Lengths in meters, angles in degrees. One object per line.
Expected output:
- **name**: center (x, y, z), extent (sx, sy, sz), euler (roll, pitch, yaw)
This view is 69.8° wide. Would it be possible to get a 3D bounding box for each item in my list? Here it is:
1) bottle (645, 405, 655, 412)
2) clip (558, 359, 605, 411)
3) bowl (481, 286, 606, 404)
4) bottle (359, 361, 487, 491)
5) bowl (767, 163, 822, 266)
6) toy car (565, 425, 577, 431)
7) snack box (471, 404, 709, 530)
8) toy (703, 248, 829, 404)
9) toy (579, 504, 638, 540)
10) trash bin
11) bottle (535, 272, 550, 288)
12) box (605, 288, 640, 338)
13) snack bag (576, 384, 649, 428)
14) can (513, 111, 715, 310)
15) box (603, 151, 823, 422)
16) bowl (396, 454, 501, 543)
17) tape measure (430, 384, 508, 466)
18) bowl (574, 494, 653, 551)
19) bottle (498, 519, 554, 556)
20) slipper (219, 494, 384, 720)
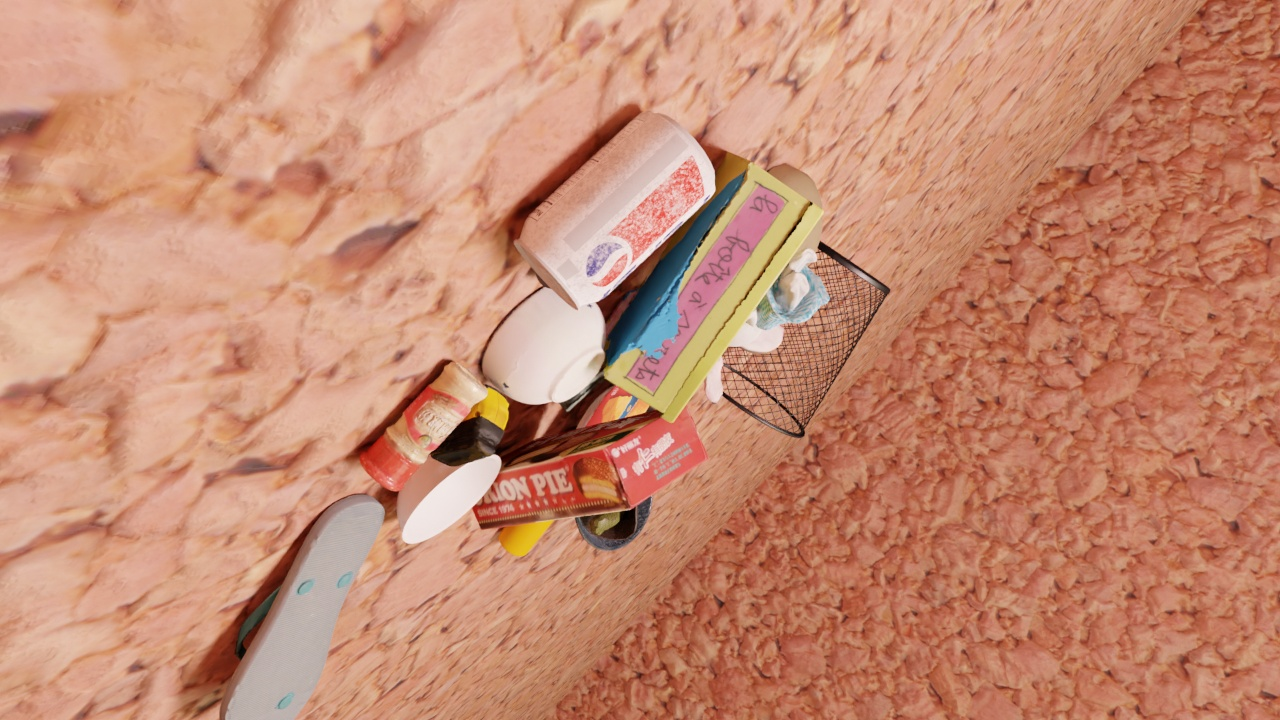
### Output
- **bottle**: center (0.033, 0.015, 1.091), extent (0.105, 0.056, 0.056), euler (-53, 162, 21)
- **clip**: center (-0.054, 0.019, 0.953), extent (0.076, 0.023, 0.059), euler (-36, 162, -23)
- **bowl**: center (-0.073, -0.006, 0.779), extent (0.113, 0.063, 0.113), euler (-40, 162, -16)
- **bottle**: center (-0.169, 0.050, 0.716), extent (0.109, 0.044, 0.044), euler (-47, 163, -1)
- **bowl**: center (0.150, -0.128, 0.976), extent (0.152, 0.050, 0.153), euler (-40, 146, -34)
- **toy car**: center (-0.088, 0.112, 1.064), extent (0.091, 0.036, 0.042), euler (-54, 162, 22)
- **snack box**: center (-0.059, 0.104, 0.876), extent (0.237, 0.060, 0.112), euler (-17, -173, 46)
- **toy**: center (0.105, -0.054, 0.892), extent (0.130, 0.105, 0.206), euler (-43, 174, -27)
- **toy**: center (-0.032, 0.153, 1.153), extent (0.152, 0.078, 0.180), euler (-69, 164, -58)
- **trash bin**: center (0.189, -0.042, 1.143), extent (0.210, 0.184, 0.183), euler (-56, 161, 13)
- **bottle**: center (-0.045, -0.071, 0.750), extent (0.030, 0.030, 0.112), euler (-51, 163, 17)
- **box**: center (0.043, -0.044, 0.982), extent (0.229, 0.053, 0.085), euler (-19, 149, -57)
- **snack bag**: center (-0.026, 0.059, 1.017), extent (0.130, 0.039, 0.144), euler (-23, 151, -54)
- **can**: center (-0.018, -0.106, 0.650), extent (0.136, 0.078, 0.078), euler (-44, 163, -6)
- **box**: center (0.055, -0.066, 0.804), extent (0.221, 0.081, 0.124), euler (-58, -168, 11)
- **bowl**: center (-0.182, 0.111, 0.827), extent (0.109, 0.040, 0.110), euler (-41, 163, -16)
- **tape measure**: center (-0.141, 0.051, 0.753), extent (0.066, 0.037, 0.064), euler (-16, -131, 40)
- **bowl**: center (-0.052, 0.187, 1.257), extent (0.136, 0.057, 0.137), euler (-4, 97, -41)
- **bottle**: center (-0.119, 0.178, 1.130), extent (0.144, 0.043, 0.043), euler (-52, 162, 20)
- **slipper**: center (-0.307, 0.223, 0.795), extent (0.098, 0.055, 0.269), euler (-5, 126, -62)
